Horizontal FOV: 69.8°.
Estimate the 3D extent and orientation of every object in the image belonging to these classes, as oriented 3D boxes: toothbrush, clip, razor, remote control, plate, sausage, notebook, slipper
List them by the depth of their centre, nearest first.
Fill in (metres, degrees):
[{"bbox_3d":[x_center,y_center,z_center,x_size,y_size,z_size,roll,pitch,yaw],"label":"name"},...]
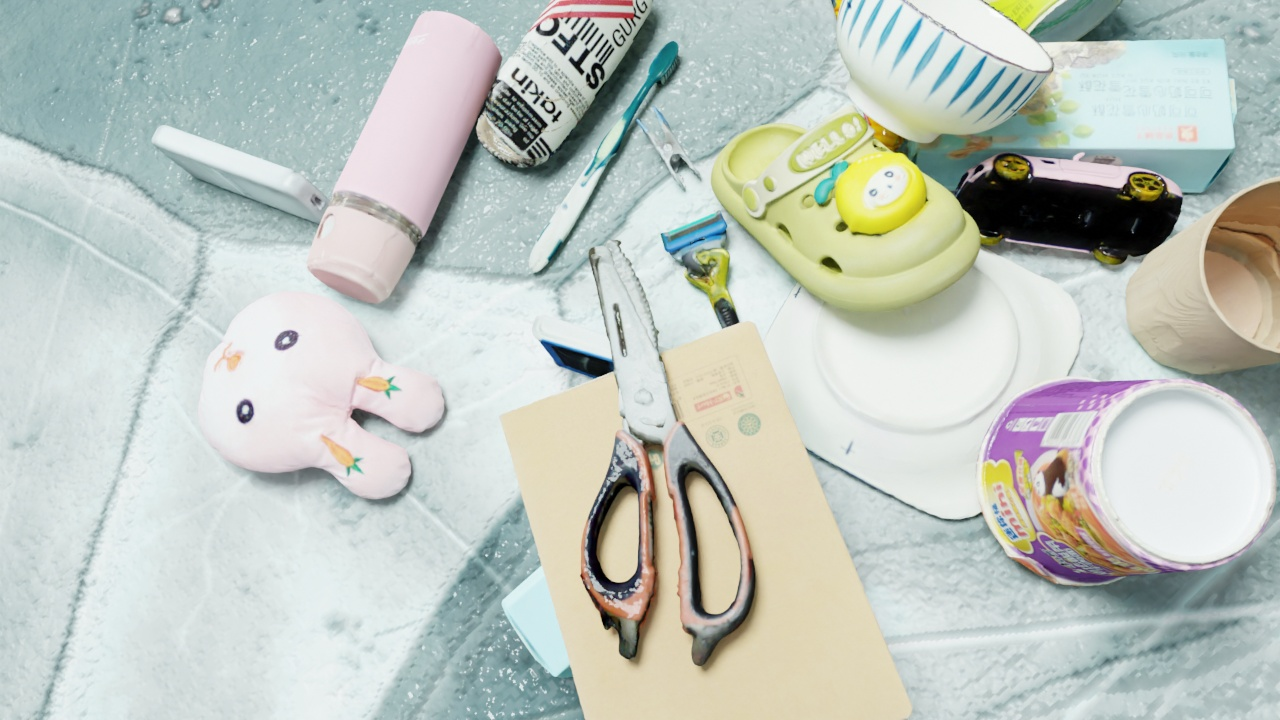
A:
[{"bbox_3d":[0.024,0.095,0.455,0.148,0.008,0.207,-21,69,4],"label":"notebook"},{"bbox_3d":[0.104,-0.100,0.528,0.091,0.081,0.190,-38,47,-8],"label":"slipper"},{"bbox_3d":[0.157,-0.008,0.531,0.164,0.034,0.163,28,78,19],"label":"plate"},{"bbox_3d":[-0.003,0.003,0.553,0.125,0.049,0.024,17,73,16],"label":"remote control"},{"bbox_3d":[0.054,-0.026,0.563,0.043,0.022,0.142,-23,63,9],"label":"razor"},{"bbox_3d":[0.148,-0.204,0.609,0.021,0.021,0.165,-12,68,7],"label":"sausage"},{"bbox_3d":[0.019,-0.141,0.614,0.038,0.026,0.058,-35,75,10],"label":"clip"},{"bbox_3d":[-0.023,-0.139,0.627,0.016,0.018,0.191,28,81,19],"label":"toothbrush"},{"bbox_3d":[-0.284,-0.134,0.656,0.136,0.056,0.020,21,78,18],"label":"remote control"}]

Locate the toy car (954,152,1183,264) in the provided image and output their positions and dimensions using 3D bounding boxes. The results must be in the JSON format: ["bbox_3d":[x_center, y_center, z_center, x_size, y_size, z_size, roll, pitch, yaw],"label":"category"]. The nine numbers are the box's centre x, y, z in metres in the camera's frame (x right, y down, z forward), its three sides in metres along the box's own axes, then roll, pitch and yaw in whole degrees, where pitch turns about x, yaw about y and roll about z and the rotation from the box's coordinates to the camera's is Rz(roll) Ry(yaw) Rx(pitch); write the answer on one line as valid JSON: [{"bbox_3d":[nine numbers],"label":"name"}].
[{"bbox_3d":[0.244,-0.091,0.528,0.122,0.056,0.037,10,46,7],"label":"toy car"}]

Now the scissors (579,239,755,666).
[{"bbox_3d":[-0.009,0.038,0.468,0.209,0.015,0.185,38,83,21],"label":"scissors"}]

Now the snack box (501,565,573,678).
[{"bbox_3d":[0.012,0.098,0.502,0.175,0.074,0.051,-41,68,-4],"label":"snack box"}]

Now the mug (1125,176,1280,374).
[{"bbox_3d":[0.324,-0.031,0.461,0.125,0.103,0.084,18,86,10],"label":"mug"}]

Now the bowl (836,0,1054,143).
[{"bbox_3d":[0.156,-0.163,0.502,0.116,0.066,0.116,18,38,-15],"label":"bowl"}]

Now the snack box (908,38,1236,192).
[{"bbox_3d":[0.252,-0.145,0.550,0.175,0.051,0.074,3,70,13],"label":"snack box"}]

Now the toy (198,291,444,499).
[{"bbox_3d":[-0.208,0.022,0.590,0.159,0.054,0.121,21,77,10],"label":"toy"}]

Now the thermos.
[{"bbox_3d":[-0.168,-0.138,0.634,0.087,0.067,0.198,6,71,47],"label":"thermos"}]

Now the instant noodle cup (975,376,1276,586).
[{"bbox_3d":[0.236,0.057,0.445,0.111,0.099,0.111,0,82,-2],"label":"instant noodle cup"}]

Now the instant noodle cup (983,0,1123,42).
[{"bbox_3d":[0.237,-0.258,0.569,0.112,0.112,0.123,-27,75,1],"label":"instant noodle cup"}]

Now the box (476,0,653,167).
[{"bbox_3d":[-0.056,-0.208,0.639,0.087,0.076,0.162,11,69,56],"label":"box"}]
